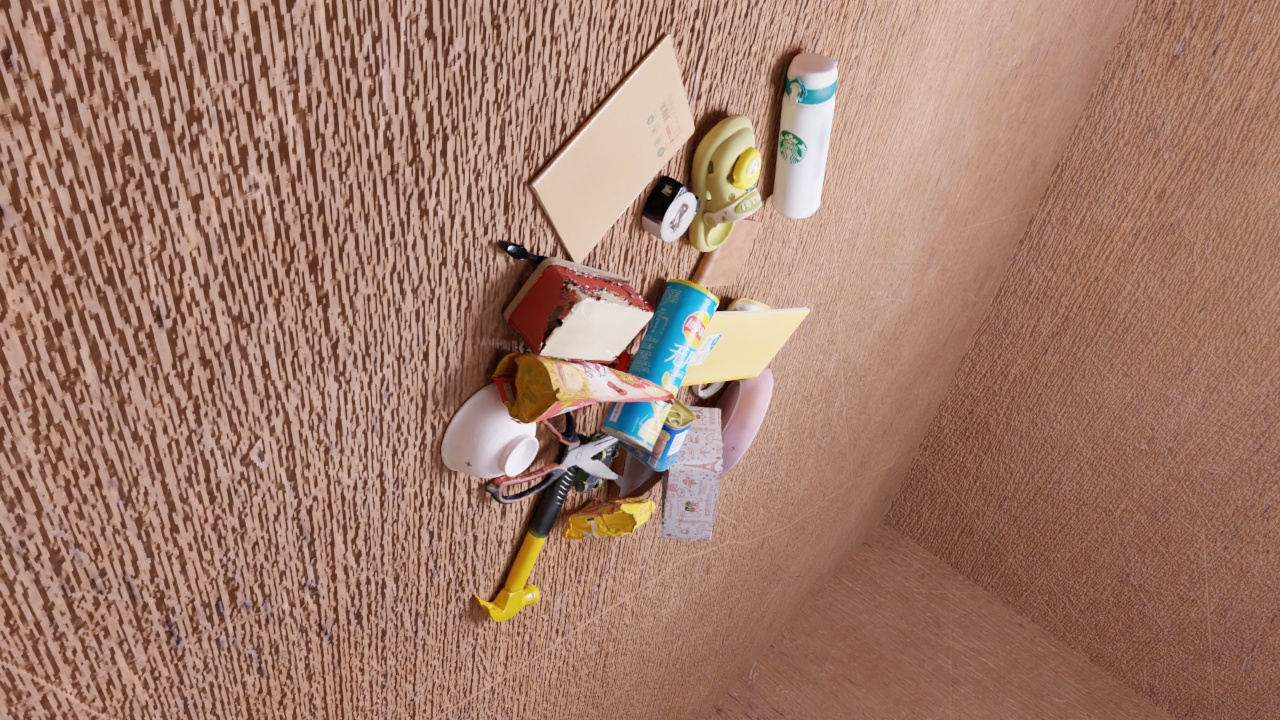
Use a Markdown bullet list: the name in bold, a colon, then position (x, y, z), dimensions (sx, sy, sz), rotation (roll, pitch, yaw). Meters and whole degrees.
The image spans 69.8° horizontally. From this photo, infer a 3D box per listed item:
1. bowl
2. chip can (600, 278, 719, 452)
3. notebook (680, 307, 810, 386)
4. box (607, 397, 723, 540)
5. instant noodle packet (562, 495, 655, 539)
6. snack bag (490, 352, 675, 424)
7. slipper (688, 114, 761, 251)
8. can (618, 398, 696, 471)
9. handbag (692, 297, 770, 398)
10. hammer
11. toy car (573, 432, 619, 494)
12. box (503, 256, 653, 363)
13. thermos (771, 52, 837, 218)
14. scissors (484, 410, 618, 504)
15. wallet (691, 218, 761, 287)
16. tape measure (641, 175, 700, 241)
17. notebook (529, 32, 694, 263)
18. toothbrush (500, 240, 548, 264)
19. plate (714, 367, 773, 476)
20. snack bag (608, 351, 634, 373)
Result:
- **bowl**: position (-0.150, 0.087, 0.998), dimensions (0.118, 0.065, 0.118), rotation (-41, 151, -30)
- **chip can**: position (0.025, 0.006, 1.145), dimensions (0.210, 0.071, 0.071), rotation (-66, 156, -10)
- **notebook**: position (0.136, -0.019, 1.293), dimensions (0.205, 0.010, 0.146), rotation (-6, 141, -42)
- **box**: position (0.031, 0.157, 1.376), dimensions (0.150, 0.166, 0.182), rotation (-90, -176, -50)
- **instant noodle packet**: position (-0.045, 0.218, 1.279), dimensions (0.128, 0.111, 0.044), rotation (-12, 91, -76)
- **snack bag**: position (-0.065, 0.029, 1.019), dimensions (0.207, 0.129, 0.073), rotation (0, 102, -56)
- **slipper**: position (0.111, -0.201, 1.095), dimensions (0.091, 0.081, 0.191), rotation (-41, 154, -34)
- **can**: position (0.015, 0.088, 1.246), dimensions (0.057, 0.102, 0.083), rotation (-23, 142, -49)
- **handbag**: position (0.132, -0.013, 1.395), dimensions (0.179, 0.063, 0.163), rotation (-48, 157, 18)
- **hammer**: position (-0.137, 0.229, 1.228), dimensions (0.128, 0.033, 0.301), rotation (-9, 129, -58)
- **toy car**: position (-0.063, 0.140, 1.245), dimensions (0.043, 0.036, 0.091), rotation (-3, 123, -60)
- **box**: position (-0.055, -0.045, 0.972), dimensions (0.091, 0.078, 0.168), rotation (-50, 158, 17)
- **thermos**: position (0.209, -0.286, 1.178), dimensions (0.073, 0.073, 0.225), rotation (-42, 151, -26)
- **scissors**: position (-0.095, 0.118, 1.136), dimensions (0.189, 0.015, 0.225), rotation (-47, 138, -9)
- **wallet**: position (0.119, -0.147, 1.243), dimensions (0.115, 0.020, 0.101), rotation (-7, 126, -61)
- **tape measure**: position (0.034, -0.170, 1.049), dimensions (0.066, 0.033, 0.065), rotation (-59, 153, 6)
- **notebook**: position (-0.021, -0.210, 0.935), dimensions (0.207, 0.008, 0.148), rotation (-50, 154, -11)
- **toothbrush**: position (-0.090, -0.099, 0.945), dimensions (0.189, 0.016, 0.014), rotation (12, 101, -66)
- **plate**: position (0.148, 0.092, 1.474), dimensions (0.193, 0.039, 0.192), rotation (-61, -171, 16)
- **snack bag**: position (-0.007, 0.007, 1.195), dimensions (0.104, 0.026, 0.048), rotation (-7, 133, -59)
